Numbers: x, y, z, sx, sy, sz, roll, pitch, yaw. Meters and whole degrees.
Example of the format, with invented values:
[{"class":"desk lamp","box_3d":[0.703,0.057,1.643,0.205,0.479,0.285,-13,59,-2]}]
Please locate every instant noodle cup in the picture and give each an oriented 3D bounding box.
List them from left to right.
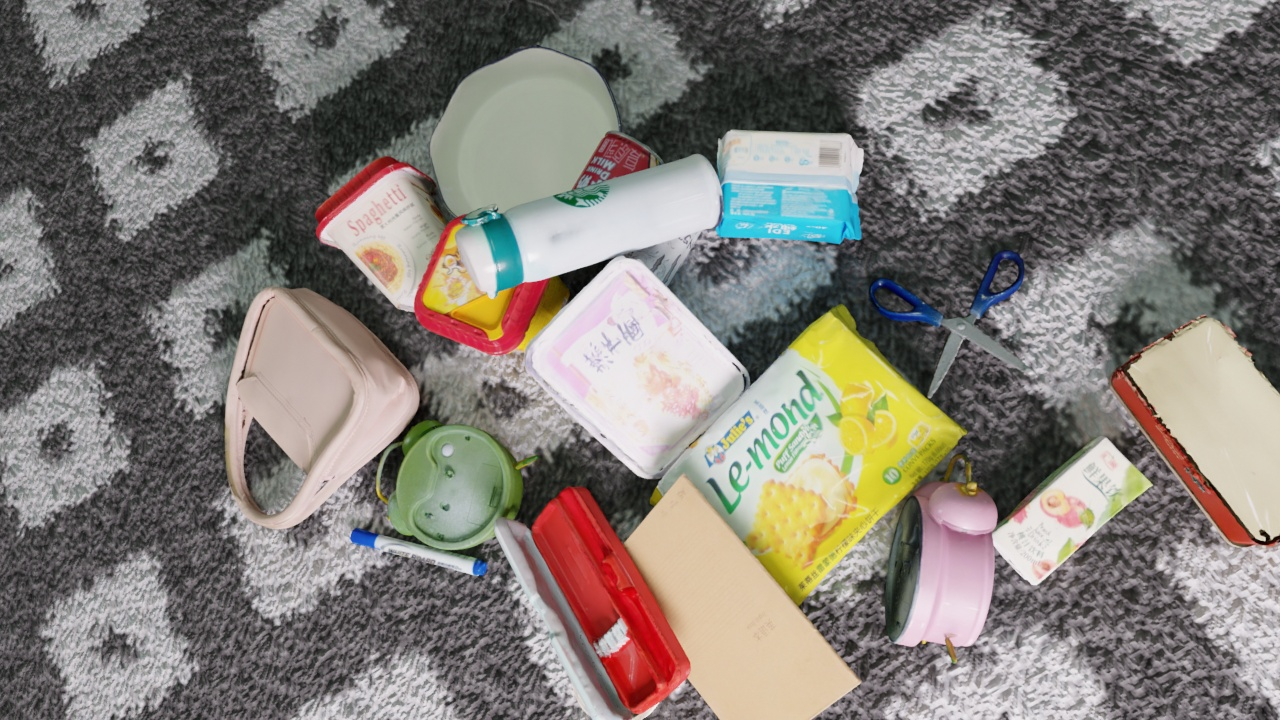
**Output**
[{"class":"instant noodle cup","box_3d":[-0.239,-0.120,0.920,0.116,0.116,0.124,-38,84,5]},{"class":"instant noodle cup","box_3d":[-0.131,-0.062,0.865,0.116,0.123,0.116,21,85,18]},{"class":"instant noodle cup","box_3d":[-0.005,0.005,0.818,0.138,0.060,0.173,-45,105,3]}]

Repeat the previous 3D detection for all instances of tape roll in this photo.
[{"class":"tape roll","box_3d":[-0.020,0.282,0.822,0.086,0.014,0.085,-3,78,15]}]

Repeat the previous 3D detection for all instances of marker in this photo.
[{"class":"marker","box_3d":[-0.217,0.187,0.895,0.146,0.017,0.017,10,81,17]}]

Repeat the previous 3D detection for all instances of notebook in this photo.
[{"class":"notebook","box_3d":[0.066,0.216,0.770,0.211,0.012,0.150,49,129,18]}]

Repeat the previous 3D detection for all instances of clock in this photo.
[{"class":"clock","box_3d":[-0.184,0.119,0.879,0.161,0.056,0.116,11,81,17]},{"class":"clock","box_3d":[0.238,0.151,0.727,0.060,0.117,0.158,9,83,6]}]

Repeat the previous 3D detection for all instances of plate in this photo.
[{"class":"plate","box_3d":[-0.112,-0.215,0.933,0.205,0.045,0.204,-3,77,14]}]

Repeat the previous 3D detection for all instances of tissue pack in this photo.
[{"class":"tissue pack","box_3d":[0.133,-0.157,0.840,0.140,0.063,0.090,3,78,6]}]

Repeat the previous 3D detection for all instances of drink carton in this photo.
[{"class":"drink carton","box_3d":[0.341,0.120,0.739,0.122,0.045,0.053,-43,77,4]}]

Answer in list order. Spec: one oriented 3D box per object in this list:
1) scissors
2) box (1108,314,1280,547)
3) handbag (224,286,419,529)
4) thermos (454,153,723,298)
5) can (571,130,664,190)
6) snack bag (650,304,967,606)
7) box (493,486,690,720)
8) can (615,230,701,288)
[{"class":"scissors","box_3d":[0.272,-0.038,0.780,0.162,0.012,0.174,-39,47,-12]},{"class":"box","box_3d":[0.453,0.053,0.705,0.091,0.077,0.168,-33,73,8]},{"class":"handbag","box_3d":[-0.347,0.062,0.923,0.193,0.093,0.234,38,101,27]},{"class":"thermos","box_3d":[-0.044,-0.117,0.775,0.224,0.073,0.073,-19,72,-17]},{"class":"can","box_3d":[-0.027,-0.155,0.850,0.066,0.066,0.093,28,84,19]},{"class":"snack bag","box_3d":[0.143,0.089,0.788,0.246,0.068,0.158,-46,71,3]},{"class":"box","box_3d":[-0.056,0.212,0.786,0.095,0.098,0.201,-50,60,30]},{"class":"can","box_3d":[0.007,-0.093,0.868,0.058,0.058,0.146,30,87,19]}]
